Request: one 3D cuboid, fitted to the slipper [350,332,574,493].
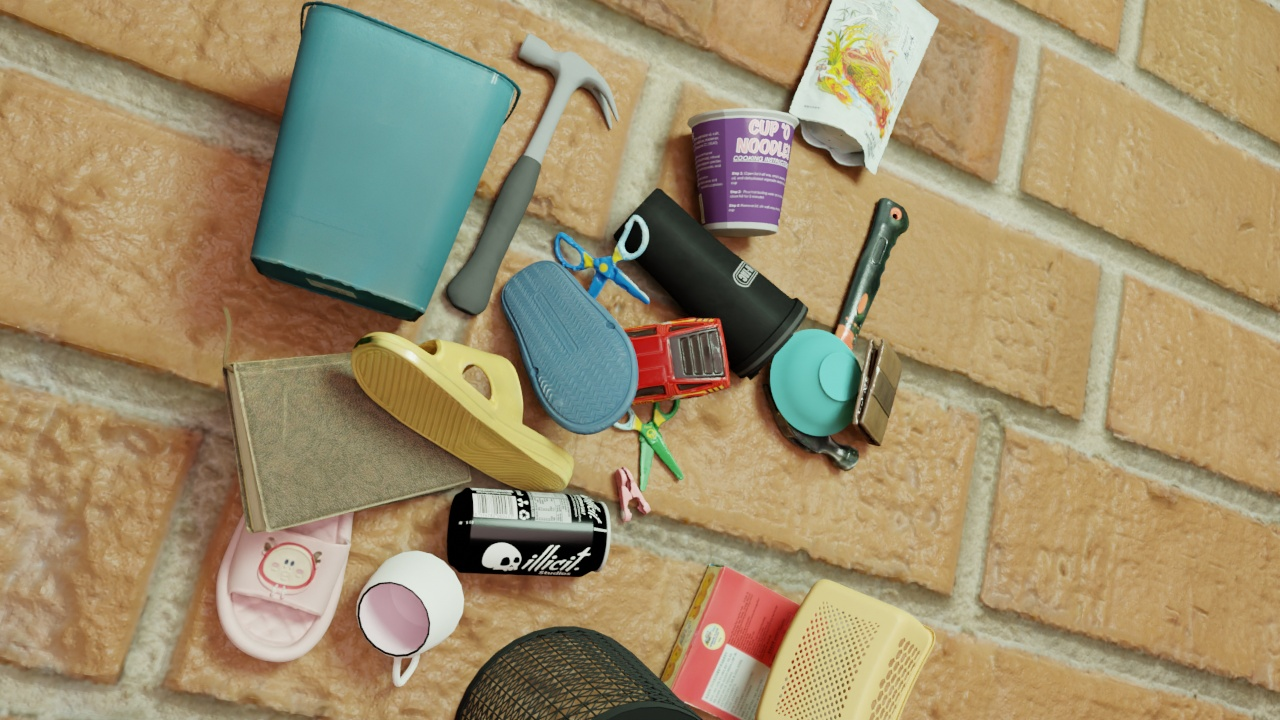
[{"bbox_3d":[-0.156,0.038,0.853,0.263,0.100,0.078,43,46,-38],"label":"slipper"}]

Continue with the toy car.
[{"bbox_3d":[-0.006,0.005,0.944,0.189,0.056,0.081,-8,83,4],"label":"toy car"}]

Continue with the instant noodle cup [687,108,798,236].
[{"bbox_3d":[0.115,-0.202,1.020,0.136,0.122,0.122,-2,93,-65],"label":"instant noodle cup"}]

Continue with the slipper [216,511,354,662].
[{"bbox_3d":[-0.312,0.157,0.831,0.106,0.056,0.221,17,75,-16],"label":"slipper"}]

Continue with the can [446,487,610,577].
[{"bbox_3d":[-0.109,0.168,0.890,0.146,0.080,0.080,7,80,-19],"label":"can"}]

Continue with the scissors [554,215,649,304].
[{"bbox_3d":[-0.036,-0.101,0.959,0.125,0.130,0.013,41,25,10],"label":"scissors"}]

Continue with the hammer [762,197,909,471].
[{"bbox_3d":[0.248,-0.047,1.082,0.133,0.033,0.332,29,72,-13],"label":"hammer"}]

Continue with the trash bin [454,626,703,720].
[{"bbox_3d":[-0.038,0.360,0.802,0.216,0.244,0.216,3,81,-20],"label":"trash bin"}]

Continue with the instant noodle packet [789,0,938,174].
[{"bbox_3d":[0.279,-0.367,1.127,0.147,0.057,0.268,30,68,-15],"label":"instant noodle packet"}]

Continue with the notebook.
[{"bbox_3d":[-0.265,0.044,0.831,0.215,0.035,0.190,-9,86,-47],"label":"notebook"}]

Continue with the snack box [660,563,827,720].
[{"bbox_3d":[0.111,0.311,0.973,0.145,0.040,0.142,30,73,-14],"label":"snack box"}]

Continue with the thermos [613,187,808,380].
[{"bbox_3d":[0.074,-0.085,0.988,0.218,0.106,0.105,43,70,-5],"label":"thermos"}]

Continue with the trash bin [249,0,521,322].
[{"bbox_3d":[-0.243,-0.164,0.838,0.199,0.197,0.218,18,83,-17],"label":"trash bin"}]

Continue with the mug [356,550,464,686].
[{"bbox_3d":[-0.210,0.238,0.845,0.090,0.076,0.124,10,102,12],"label":"mug"}]

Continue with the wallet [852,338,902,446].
[{"bbox_3d":[0.263,0.037,1.018,0.027,0.121,0.098,12,80,26],"label":"wallet"}]

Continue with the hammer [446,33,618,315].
[{"bbox_3d":[-0.121,-0.189,0.965,0.125,0.030,0.310,25,75,-15],"label":"hammer"}]

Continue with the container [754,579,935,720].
[{"bbox_3d":[0.204,0.329,0.925,0.183,0.129,0.167,-62,147,-18],"label":"container"}]

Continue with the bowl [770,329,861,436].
[{"bbox_3d":[0.208,0.021,1.013,0.121,0.046,0.121,4,80,-21],"label":"bowl"}]

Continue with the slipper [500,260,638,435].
[{"bbox_3d":[-0.069,-0.017,0.904,0.104,0.059,0.213,-31,56,0],"label":"slipper"}]

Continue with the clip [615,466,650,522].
[{"bbox_3d":[-0.007,0.141,0.964,0.050,0.023,0.058,11,80,-23],"label":"clip"}]

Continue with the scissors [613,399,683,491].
[{"bbox_3d":[0.002,0.078,0.981,0.116,0.012,0.129,13,77,-17],"label":"scissors"}]
